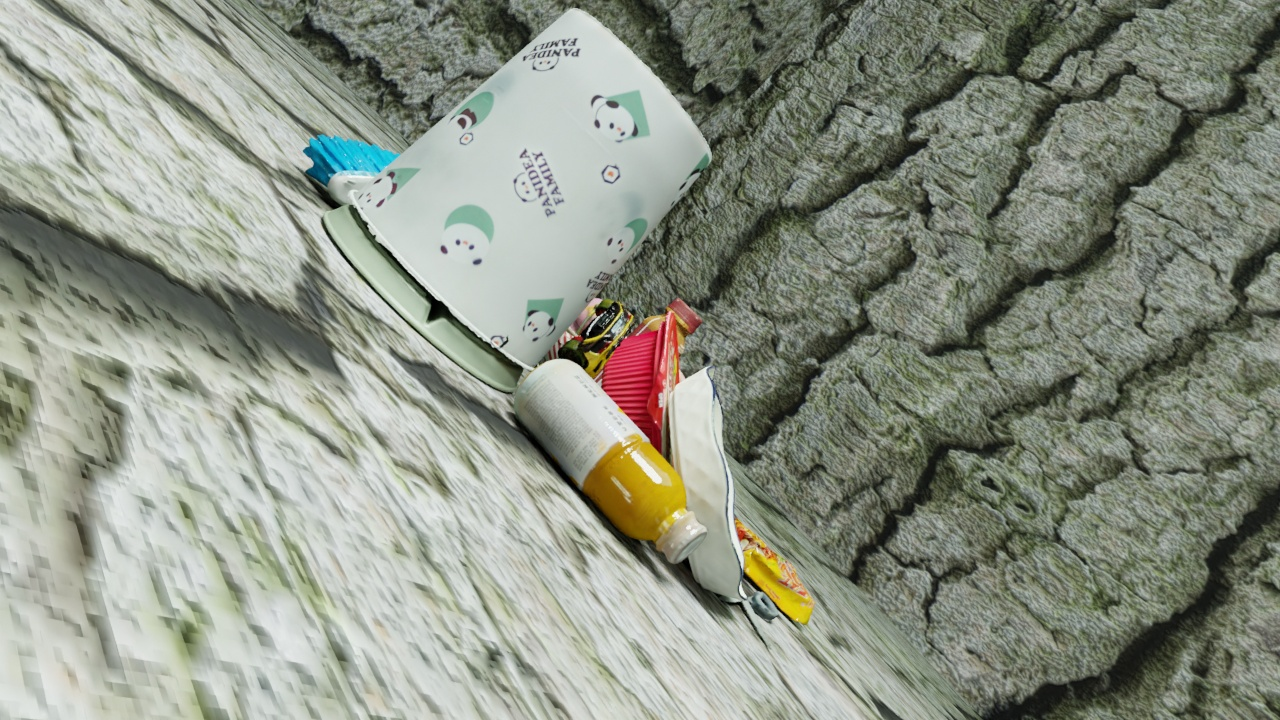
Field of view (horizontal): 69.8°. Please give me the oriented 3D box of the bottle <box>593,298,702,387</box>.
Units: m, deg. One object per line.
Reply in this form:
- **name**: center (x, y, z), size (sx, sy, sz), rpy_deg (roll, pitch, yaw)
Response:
- **bottle**: center (-0.006, 0.006, 1.012), size (0.057, 0.175, 0.057), rpy_deg (45, 3, -3)

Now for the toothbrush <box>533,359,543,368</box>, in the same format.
- **toothbrush**: center (-0.097, 0.030, 0.962), size (0.012, 0.017, 0.186), rpy_deg (30, 8, -23)

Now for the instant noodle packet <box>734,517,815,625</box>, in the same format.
- **instant noodle packet**: center (0.152, 0.250, 1.101), size (0.128, 0.044, 0.110), rpy_deg (44, 6, -16)

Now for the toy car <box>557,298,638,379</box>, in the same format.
- **toy car**: center (-0.054, -0.002, 0.826), size (0.041, 0.071, 0.156), rpy_deg (42, -36, -6)

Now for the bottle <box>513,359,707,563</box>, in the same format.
- **bottle**: center (-0.023, 0.080, 0.729), size (0.189, 0.068, 0.068), rpy_deg (46, 3, 22)

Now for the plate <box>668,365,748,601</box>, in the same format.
- **plate**: center (0.060, 0.109, 0.819), size (0.205, 0.045, 0.205), rpy_deg (-7, 88, -85)

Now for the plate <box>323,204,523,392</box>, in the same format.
- **plate**: center (-0.189, -0.059, 0.831), size (0.230, 0.027, 0.230), rpy_deg (45, 3, -3)

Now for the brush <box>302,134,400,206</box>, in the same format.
- **brush**: center (-0.195, -0.153, 0.971), size (0.314, 0.061, 0.109), rpy_deg (10, 30, -47)

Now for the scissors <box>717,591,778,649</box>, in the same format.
- **scissors**: center (0.097, 0.228, 0.902), size (0.159, 0.014, 0.181), rpy_deg (46, 4, 37)

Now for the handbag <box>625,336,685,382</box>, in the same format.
- **handbag**: center (0.016, 0.044, 1.245), size (0.193, 0.093, 0.234), rpy_deg (58, 4, 18)

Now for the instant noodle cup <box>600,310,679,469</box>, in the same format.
- **instant noodle cup**: center (0.001, 0.048, 0.887), size (0.066, 0.194, 0.194), rpy_deg (1, -2, 6)

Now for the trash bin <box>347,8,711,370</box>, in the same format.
- **trash bin**: center (-0.087, -0.156, 0.825), size (0.229, 0.252, 0.229), rpy_deg (45, 3, -3)

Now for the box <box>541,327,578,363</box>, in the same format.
- **box**: center (-0.107, -0.030, 1.151), size (0.162, 0.076, 0.087), rpy_deg (43, 29, 19)

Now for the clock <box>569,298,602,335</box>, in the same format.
- **clock**: center (-0.074, -0.030, 1.268), size (0.060, 0.117, 0.158), rpy_deg (34, -1, 4)
